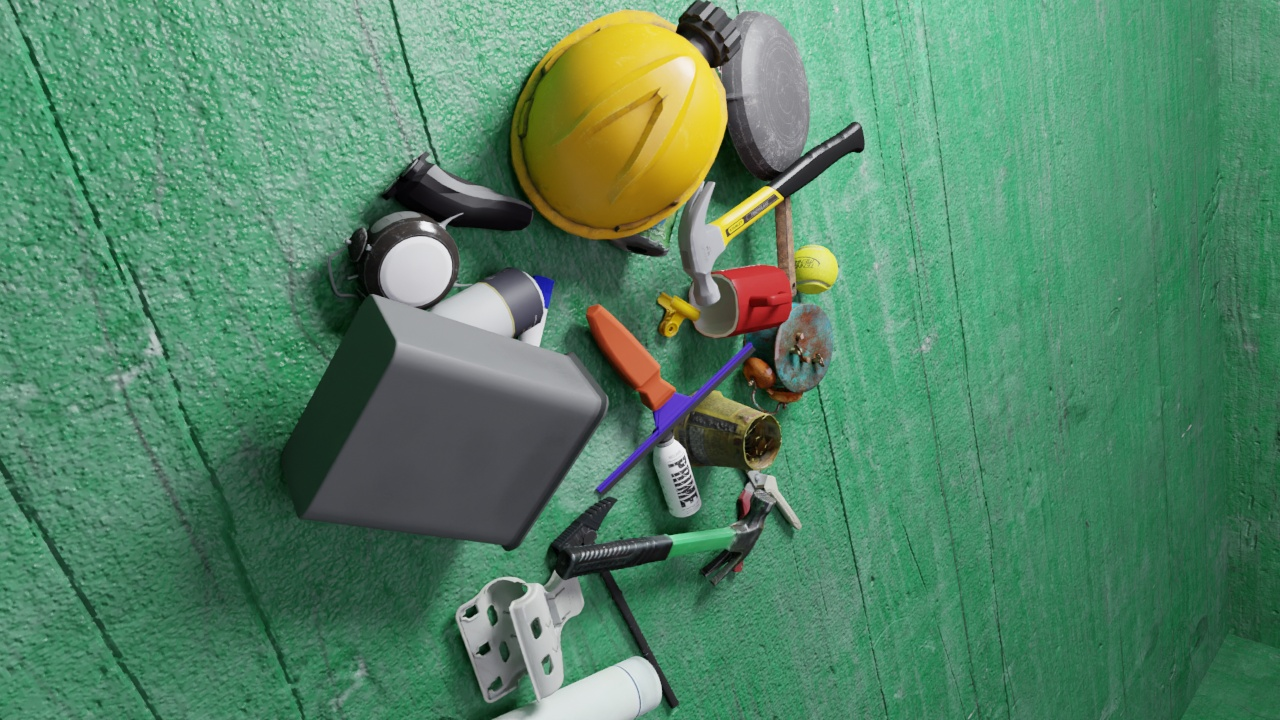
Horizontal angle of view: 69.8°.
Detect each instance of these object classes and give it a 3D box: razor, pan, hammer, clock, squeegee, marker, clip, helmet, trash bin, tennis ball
[{"bbox_3d":[-0.164,-0.151,0.869,0.156,0.057,0.060,21,51,-42],"label":"razor"},{"bbox_3d":[0.171,-0.246,1.125,0.207,0.040,0.357,-26,110,-54],"label":"pan"},{"bbox_3d":[-0.009,0.308,1.110,0.094,0.015,0.325,-42,123,-31],"label":"hammer"},{"bbox_3d":[-0.212,-0.084,0.822,0.122,0.044,0.091,-20,127,-27],"label":"clock"},{"bbox_3d":[0.160,-0.198,1.072,0.322,0.029,0.127,-38,125,-28],"label":"hammer"},{"bbox_3d":[-0.006,0.006,1.035,0.249,0.055,0.185,-43,125,-8],"label":"squeegee"},{"bbox_3d":[0.192,-0.003,1.202,0.121,0.073,0.157,33,76,-41],"label":"clock"},{"bbox_3d":[-0.116,-0.021,0.949,0.027,0.023,0.133,40,63,-84],"label":"marker"},{"bbox_3d":[-0.109,0.286,0.973,0.150,0.110,0.127,-23,115,-27],"label":"clip"},{"bbox_3d":[0.031,0.222,1.083,0.318,0.032,0.130,3,119,-44],"label":"hammer"},{"bbox_3d":[-0.001,-0.242,0.895,0.205,0.131,0.255,43,78,-15],"label":"helmet"},{"bbox_3d":[-0.172,0.063,0.821,0.219,0.097,0.192,18,112,-41],"label":"trash bin"},{"bbox_3d":[0.039,-0.054,1.092,0.054,0.048,0.046,27,37,-43],"label":"clip"},{"bbox_3d":[0.229,-0.120,1.220,0.065,0.065,0.065,-8,102,-41],"label":"tennis ball"}]

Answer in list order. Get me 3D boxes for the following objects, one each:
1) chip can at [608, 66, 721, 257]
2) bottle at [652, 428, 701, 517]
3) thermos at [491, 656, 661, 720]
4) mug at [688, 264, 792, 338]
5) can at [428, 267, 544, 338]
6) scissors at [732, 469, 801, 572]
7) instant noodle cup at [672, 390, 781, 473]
[{"bbox_3d":[0.026,-0.227,1.012,0.075,0.076,0.223,22,82,-42],"label":"chip can"},{"bbox_3d":[0.040,0.132,1.107,0.041,0.041,0.116,-34,119,-34],"label":"bottle"},{"bbox_3d":[-0.079,0.399,1.025,0.229,0.068,0.068,-8,102,-41],"label":"thermos"},{"bbox_3d":[0.132,-0.072,1.105,0.096,0.117,0.080,-13,100,-40],"label":"mug"},{"bbox_3d":[-0.156,-0.038,0.883,0.127,0.064,0.064,-34,118,-34],"label":"can"},{"bbox_3d":[0.169,0.194,1.253,0.179,0.015,0.199,17,85,-42],"label":"scissors"},{"bbox_3d":[0.110,0.089,1.117,0.102,0.108,0.102,-7,101,-39],"label":"instant noodle cup"}]
